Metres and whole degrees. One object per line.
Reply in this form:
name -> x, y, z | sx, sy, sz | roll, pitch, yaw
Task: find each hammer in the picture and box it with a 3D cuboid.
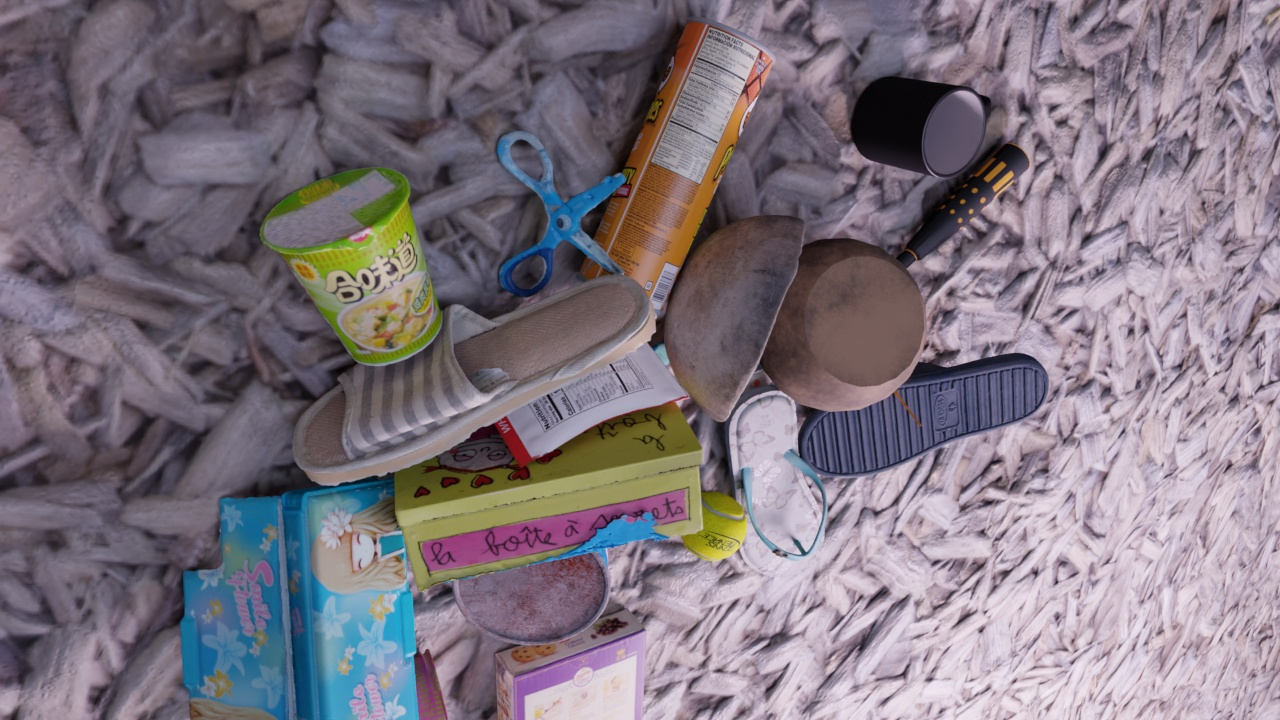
hammer -> 0.274, -0.105, 0.925 | 0.320, 0.036, 0.123 | -42, 128, -7

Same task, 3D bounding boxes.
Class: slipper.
slipper -> 0.285, 0.042, 0.960 | 0.263, 0.082, 0.101 | -16, 115, 0
slipper -> -0.119, 0.003, 0.649 | 0.272, 0.114, 0.054 | -24, 127, -6
slipper -> 0.137, 0.143, 0.921 | 0.098, 0.054, 0.269 | -24, 127, -7

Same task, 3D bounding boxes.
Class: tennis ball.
tennis ball -> 0.070, 0.160, 0.891 | 0.065, 0.065, 0.065 | -13, 117, -28

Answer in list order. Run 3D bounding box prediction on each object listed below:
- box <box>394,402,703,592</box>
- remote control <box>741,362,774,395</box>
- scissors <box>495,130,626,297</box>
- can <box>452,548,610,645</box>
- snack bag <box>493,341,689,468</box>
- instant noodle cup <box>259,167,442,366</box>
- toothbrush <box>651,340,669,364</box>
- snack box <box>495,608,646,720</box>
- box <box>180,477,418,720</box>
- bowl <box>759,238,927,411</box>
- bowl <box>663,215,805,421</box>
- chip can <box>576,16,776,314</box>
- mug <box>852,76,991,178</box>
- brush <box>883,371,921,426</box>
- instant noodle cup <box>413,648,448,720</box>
box -> -0.070, 0.088, 0.699 | 0.221, 0.124, 0.083 | -11, 119, -7
remote control -> 0.117, 0.025, 0.890 | 0.038, 0.018, 0.126 | -20, 119, -25
scissors -> -0.068, -0.103, 0.687 | 0.134, 0.011, 0.140 | 42, 116, -6
can -> -0.091, 0.177, 0.774 | 0.130, 0.044, 0.130 | -1, 119, -2
snack bag -> -0.056, 0.005, 0.704 | 0.143, 0.130, 0.039 | -21, 146, -24
instant noodle cup -> -0.185, -0.059, 0.618 | 0.098, 0.099, 0.108 | -31, 133, -18
toothbrush -> -0.005, 0.005, 0.803 | 0.135, 0.017, 0.022 | -25, 119, -21
snack box -> -0.066, 0.331, 0.895 | 0.143, 0.040, 0.148 | -11, 116, -29
box -> -0.245, 0.206, 0.666 | 0.169, 0.086, 0.227 | -4, 88, -22
bowl -> 0.188, -0.033, 0.834 | 0.162, 0.070, 0.162 | 0, 89, -13
bowl -> 0.064, -0.046, 0.754 | 0.081, 0.178, 0.178 | 22, 100, -3
chip can -> 0.026, -0.149, 0.717 | 0.075, 0.075, 0.215 | 18, 100, -37
mug -> 0.263, -0.218, 0.830 | 0.113, 0.088, 0.078 | -25, 122, -21
brush -> 0.236, 0.011, 0.893 | 0.048, 0.017, 0.126 | -38, 95, -7
instant noodle cup -> -0.218, 0.302, 0.759 | 0.108, 0.097, 0.098 | -12, 117, -20
